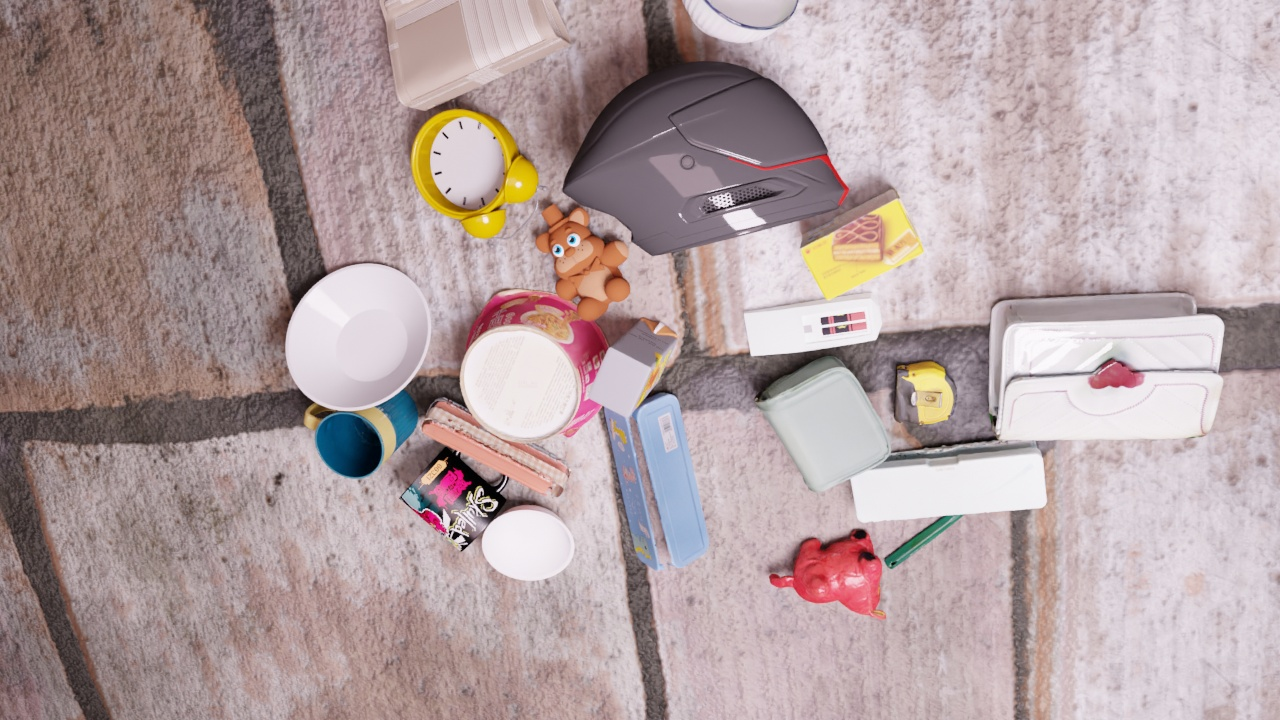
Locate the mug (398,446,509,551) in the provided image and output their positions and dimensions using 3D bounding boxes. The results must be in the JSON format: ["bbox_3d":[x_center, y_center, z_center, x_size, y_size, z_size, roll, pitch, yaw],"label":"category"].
[{"bbox_3d":[-0.212,0.153,1.102,0.098,0.082,0.118,42,83,-5],"label":"mug"}]

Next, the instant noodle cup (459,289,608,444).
[{"bbox_3d":[-0.126,0.017,1.033,0.179,0.077,0.179,4,109,10],"label":"instant noodle cup"}]

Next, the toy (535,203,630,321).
[{"bbox_3d":[-0.064,-0.110,0.987,0.095,0.065,0.127,-34,94,17],"label":"toy"}]

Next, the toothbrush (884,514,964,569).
[{"bbox_3d":[0.350,0.177,1.025,0.016,0.017,0.190,45,110,-4],"label":"toothbrush"}]

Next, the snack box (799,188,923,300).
[{"bbox_3d":[0.220,-0.117,0.917,0.106,0.083,0.061,-27,101,19],"label":"snack box"}]

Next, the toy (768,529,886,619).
[{"bbox_3d":[0.215,0.261,1.050,0.133,0.088,0.094,-12,116,16],"label":"toy"}]

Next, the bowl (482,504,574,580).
[{"bbox_3d":[-0.134,0.212,1.116,0.110,0.040,0.110,0,120,-1],"label":"bowl"}]

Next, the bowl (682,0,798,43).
[{"bbox_3d":[0.084,-0.347,0.866,0.118,0.117,0.062,44,153,-5],"label":"bowl"}]

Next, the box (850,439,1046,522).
[{"bbox_3d":[0.329,0.134,0.991,0.199,0.066,0.083,-10,84,17],"label":"box"}]

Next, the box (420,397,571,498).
[{"bbox_3d":[-0.168,0.103,1.083,0.188,0.062,0.058,31,127,-12],"label":"box"}]

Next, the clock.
[{"bbox_3d":[-0.176,-0.200,0.986,0.152,0.052,0.114,47,110,-1],"label":"clock"}]

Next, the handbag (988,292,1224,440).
[{"bbox_3d":[0.453,0.014,0.909,0.199,0.096,0.142,-3,109,10],"label":"handbag"}]

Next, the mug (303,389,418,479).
[{"bbox_3d":[-0.332,0.073,1.078,0.113,0.107,0.083,20,113,4],"label":"mug"}]

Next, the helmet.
[{"bbox_3d":[0.052,-0.197,0.880,0.265,0.164,0.170,-14,94,6],"label":"helmet"}]

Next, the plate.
[{"bbox_3d":[-0.317,-0.023,1.055,0.174,0.036,0.173,-3,74,9],"label":"plate"}]

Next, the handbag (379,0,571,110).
[{"bbox_3d":[-0.189,-0.382,0.927,0.176,0.062,0.198,-19,94,16],"label":"handbag"}]

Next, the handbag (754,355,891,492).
[{"bbox_3d":[0.197,0.065,0.991,0.106,0.067,0.122,-30,101,10],"label":"handbag"}]

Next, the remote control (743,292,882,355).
[{"bbox_3d":[0.184,-0.037,0.982,0.143,0.024,0.049,-8,106,14],"label":"remote control"}]

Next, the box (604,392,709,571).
[{"bbox_3d":[0.021,0.138,1.072,0.073,0.078,0.209,-20,107,-29],"label":"box"}]

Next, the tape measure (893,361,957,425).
[{"bbox_3d":[0.304,0.036,0.976,0.064,0.037,0.066,1,108,11],"label":"tape measure"}]

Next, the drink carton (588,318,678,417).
[{"bbox_3d":[-0.006,0.006,0.980,0.048,0.124,0.076,27,111,7],"label":"drink carton"}]
